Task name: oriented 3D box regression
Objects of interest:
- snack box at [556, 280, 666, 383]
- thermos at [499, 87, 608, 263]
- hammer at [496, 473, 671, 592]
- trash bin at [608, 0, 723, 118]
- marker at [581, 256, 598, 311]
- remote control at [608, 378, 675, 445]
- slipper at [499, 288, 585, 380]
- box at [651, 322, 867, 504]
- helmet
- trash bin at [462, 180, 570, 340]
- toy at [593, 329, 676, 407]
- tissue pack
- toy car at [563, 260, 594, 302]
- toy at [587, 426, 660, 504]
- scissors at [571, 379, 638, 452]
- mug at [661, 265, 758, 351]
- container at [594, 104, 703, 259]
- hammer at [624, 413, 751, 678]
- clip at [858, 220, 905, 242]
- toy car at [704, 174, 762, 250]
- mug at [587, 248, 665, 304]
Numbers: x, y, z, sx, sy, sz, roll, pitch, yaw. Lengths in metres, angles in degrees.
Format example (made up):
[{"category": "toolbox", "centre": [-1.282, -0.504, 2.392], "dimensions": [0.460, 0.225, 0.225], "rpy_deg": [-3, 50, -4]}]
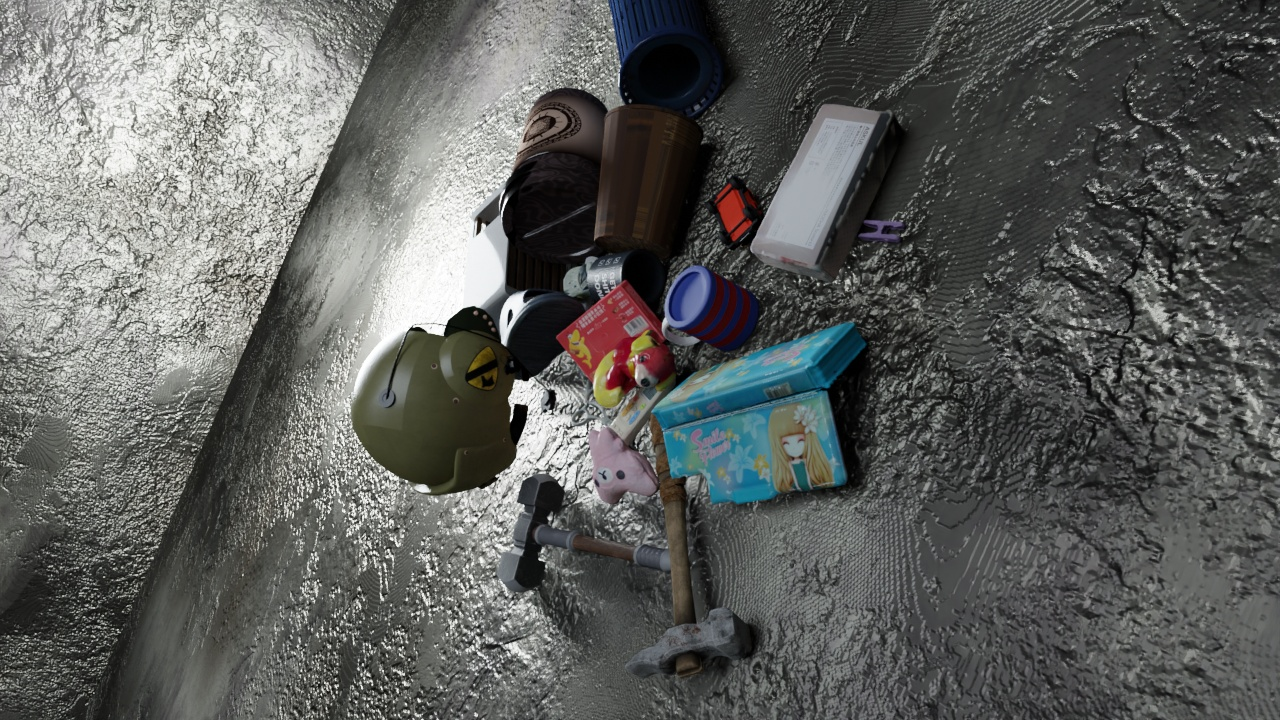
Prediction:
[{"category": "snack box", "centre": [-0.037, -0.031, 1.170], "dimensions": [0.133, 0.089, 0.021], "rpy_deg": [-36, 5, 36]}, {"category": "thermos", "centre": [-0.111, -0.279, 1.347], "dimensions": [0.173, 0.172, 0.225], "rpy_deg": [-35, 39, 37]}, {"category": "hammer", "centre": [-0.055, 0.219, 1.088], "dimensions": [0.323, 0.043, 0.156], "rpy_deg": [-2, 69, 50]}, {"category": "trash bin", "centre": [0.027, -0.463, 1.288], "dimensions": [0.140, 0.139, 0.249], "rpy_deg": [-40, 41, 32]}, {"category": "marker", "centre": [-0.079, -0.087, 1.306], "dimensions": [0.025, 0.025, 0.125], "rpy_deg": [-6, 66, 52]}, {"category": "remote control", "centre": [-0.003, 0.061, 1.115], "dimensions": [0.125, 0.018, 0.038], "rpy_deg": [-52, 37, 5]}, {"category": "slipper", "centre": [-0.148, -0.050, 1.281], "dimensions": [0.264, 0.101, 0.082], "rpy_deg": [136, 136, -57]}, {"category": "box", "centre": [0.108, 0.051, 0.919], "dimensions": [0.228, 0.083, 0.172], "rpy_deg": [-20, 46, 46]}, {"category": "helmet", "centre": [-0.257, 0.065, 1.235], "dimensions": [0.251, 0.255, 0.232], "rpy_deg": [-12, 60, 51]}, {"category": "trash bin", "centre": [-0.187, -0.148, 1.406], "dimensions": [0.115, 0.114, 0.228], "rpy_deg": [-32, 47, 39]}, {"category": "toy", "centre": [-0.007, 0.006, 1.104], "dimensions": [0.138, 0.067, 0.105], "rpy_deg": [-16, 47, 55]}, {"category": "tissue pack", "centre": [0.196, -0.176, 0.966], "dimensions": [0.104, 0.071, 0.181], "rpy_deg": [22, 88, 43]}, {"category": "toy car", "centre": [-0.064, -0.116, 1.273], "dimensions": [0.106, 0.033, 0.048], "rpy_deg": [-17, 65, 25]}, {"category": "toy", "centre": [-0.029, 0.121, 1.075], "dimensions": [0.099, 0.096, 0.052], "rpy_deg": [-20, 10, 46]}, {"category": "scissors", "centre": [-0.038, 0.071, 1.172], "dimensions": [0.172, 0.014, 0.090], "rpy_deg": [12, 64, 45]}, {"category": "mug", "centre": [0.067, -0.051, 1.045], "dimensions": [0.112, 0.076, 0.074], "rpy_deg": [-32, 47, 40]}, {"category": "container", "centre": [0.004, -0.226, 1.197], "dimensions": [0.132, 0.132, 0.167], "rpy_deg": [-2, 75, 53]}, {"category": "hammer", "centre": [0.037, 0.178, 0.969], "dimensions": [0.122, 0.049, 0.318], "rpy_deg": [-23, 45, 20]}, {"category": "clip", "centre": [0.240, -0.126, 0.916], "dimensions": [0.053, 0.013, 0.037], "rpy_deg": [-9, 65, 48]}, {"category": "toy car", "centre": [0.115, -0.172, 1.075], "dimensions": [0.051, 0.048, 0.100], "rpy_deg": [-44, 41, 28]}, {"category": "mug", "centre": [-0.017, -0.089, 1.196], "dimensions": [0.078, 0.071, 0.105], "rpy_deg": [-2, 96, 53]}]
